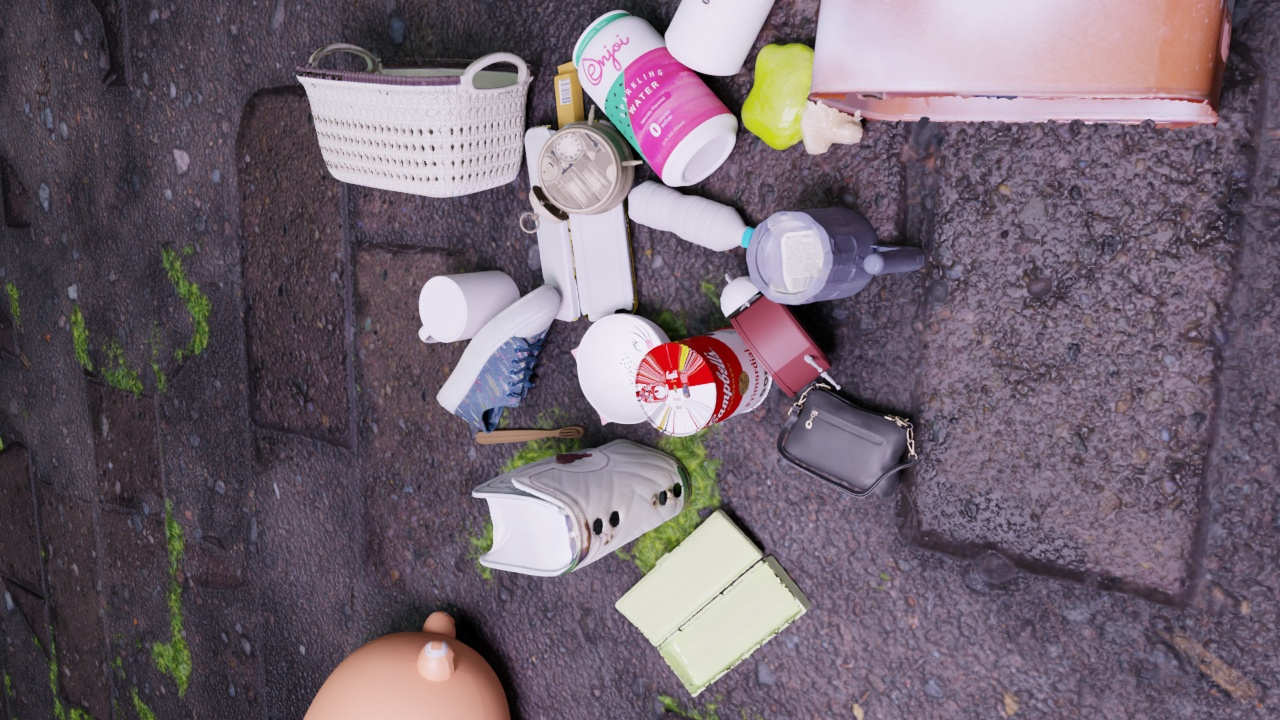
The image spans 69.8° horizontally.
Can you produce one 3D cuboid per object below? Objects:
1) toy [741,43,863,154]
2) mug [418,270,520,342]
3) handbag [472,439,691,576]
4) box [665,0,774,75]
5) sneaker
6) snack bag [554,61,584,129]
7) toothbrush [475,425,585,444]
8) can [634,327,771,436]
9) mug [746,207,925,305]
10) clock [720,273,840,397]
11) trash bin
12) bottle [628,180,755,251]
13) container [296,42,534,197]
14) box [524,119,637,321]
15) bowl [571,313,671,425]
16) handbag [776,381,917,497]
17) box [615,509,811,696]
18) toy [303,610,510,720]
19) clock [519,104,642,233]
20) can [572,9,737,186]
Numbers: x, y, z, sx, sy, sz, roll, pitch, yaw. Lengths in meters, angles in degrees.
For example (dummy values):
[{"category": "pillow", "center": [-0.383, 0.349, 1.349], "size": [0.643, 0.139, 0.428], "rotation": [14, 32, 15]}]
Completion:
[{"category": "toy", "center": [0.148, -0.228, 0.813], "size": [0.118, 0.043, 0.092], "rotation": [25, 110, 25]}, {"category": "mug", "center": [-0.206, -0.054, 1.055], "size": [0.111, 0.090, 0.073], "rotation": [-36, 78, 33]}, {"category": "handbag", "center": [-0.057, 0.143, 0.927], "size": [0.142, 0.198, 0.096], "rotation": [-2, 96, 33]}, {"category": "box", "center": [0.089, -0.339, 0.813], "size": [0.084, 0.094, 0.166], "rotation": [47, 129, 22]}, {"category": "sneaker", "center": [-0.151, 0.008, 1.029], "size": [0.079, 0.087, 0.236], "rotation": [48, 131, 4]}, {"category": "snack bag", "center": [-0.073, -0.263, 0.970], "size": [0.026, 0.020, 0.099], "rotation": [0, 99, 34]}, {"category": "toothbrush", "center": [-0.133, 0.088, 1.078], "size": [0.167, 0.016, 0.016], "rotation": [-6, 96, 35]}, {"category": "can", "center": [0.062, 0.018, 0.871], "size": [0.087, 0.116, 0.087], "rotation": [7, 102, 33]}, {"category": "mug", "center": [0.167, -0.089, 0.788], "size": [0.124, 0.103, 0.084], "rotation": [10, 103, 33]}, {"category": "clock", "center": [0.121, -0.025, 0.832], "size": [0.048, 0.096, 0.137], "rotation": [-38, 64, 11]}, {"category": "trash bin", "center": [0.270, -0.251, 0.645], "size": [0.260, 0.181, 0.157], "rotation": [12, 103, 33]}, {"category": "bottle", "center": [0.051, -0.138, 0.894], "size": [0.136, 0.044, 0.044], "rotation": [24, 111, 28]}, {"category": "container", "center": [-0.240, -0.264, 0.992], "size": [0.252, 0.184, 0.143], "rotation": [14, 115, 31]}, {"category": "box", "center": [-0.068, -0.144, 0.968], "size": [0.128, 0.045, 0.210], "rotation": [4, 108, 36]}, {"category": "bowl", "center": [-0.006, 0.006, 0.955], "size": [0.115, 0.050, 0.115], "rotation": [7, 102, 33]}, {"category": "handbag", "center": [0.189, 0.072, 0.835], "size": [0.128, 0.054, 0.079], "rotation": [24, 106, 33]}, {"category": "box", "center": [0.071, 0.254, 0.961], "size": [0.138, 0.029, 0.188], "rotation": [47, 121, 12]}, {"category": "toy", "center": [-0.272, 0.456, 1.101], "size": [0.265, 0.263, 0.280], "rotation": [14, 88, -11]}, {"category": "clock", "center": [-0.070, -0.176, 0.906], "size": [0.141, 0.054, 0.093], "rotation": [-40, 92, 20]}, {"category": "can", "center": [0.013, -0.249, 0.872], "size": [0.166, 0.088, 0.088], "rotation": [52, 122, 15]}]
